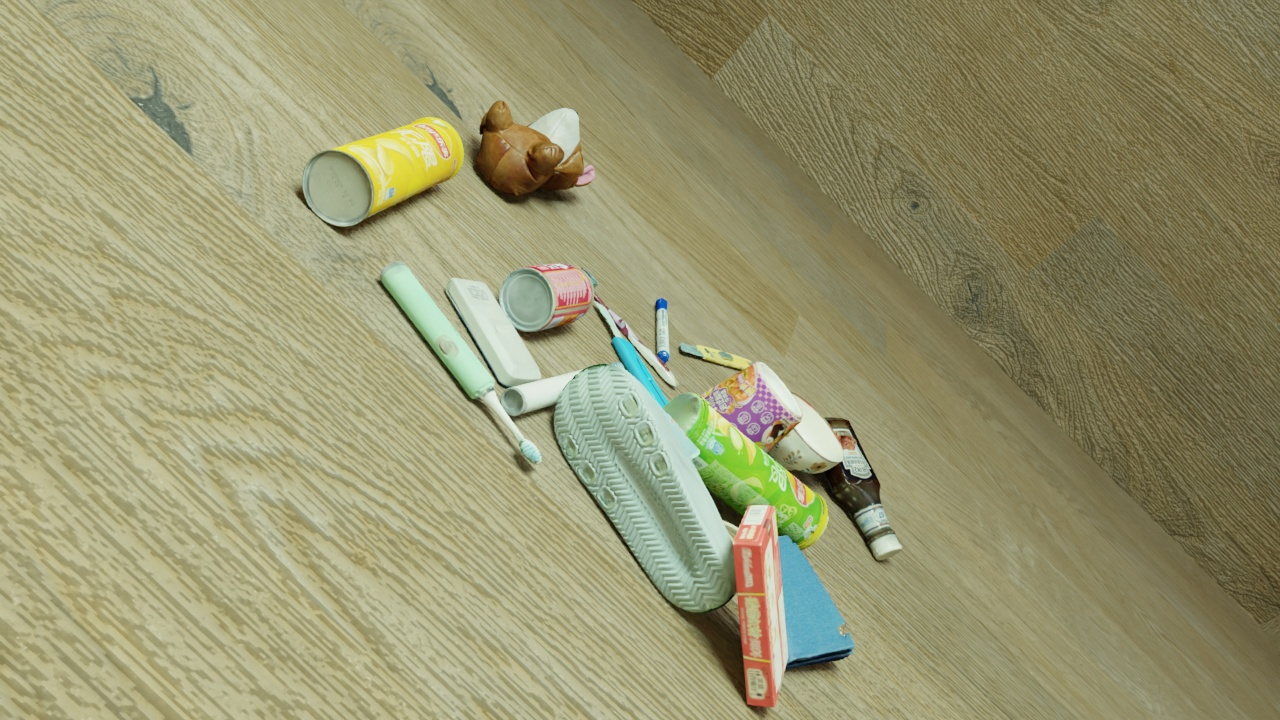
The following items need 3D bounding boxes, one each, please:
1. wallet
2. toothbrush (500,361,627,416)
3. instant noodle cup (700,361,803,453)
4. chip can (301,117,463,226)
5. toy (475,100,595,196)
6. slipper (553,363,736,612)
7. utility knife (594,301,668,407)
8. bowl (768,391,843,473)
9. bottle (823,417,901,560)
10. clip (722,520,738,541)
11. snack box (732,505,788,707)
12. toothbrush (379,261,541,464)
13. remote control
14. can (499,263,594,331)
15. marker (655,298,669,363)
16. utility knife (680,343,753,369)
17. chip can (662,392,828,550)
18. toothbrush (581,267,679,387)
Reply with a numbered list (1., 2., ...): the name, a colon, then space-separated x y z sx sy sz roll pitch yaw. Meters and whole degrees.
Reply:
1. wallet: 0.144 0.235 0.900 0.106 0.040 0.133 8 43 -42
2. toothbrush: -0.066 0.024 0.909 0.220 0.027 0.026 -15 81 -63
3. instant noodle cup: 0.123 0.062 1.046 0.111 0.099 0.111 46 18 -20
4. chip can: -0.247 -0.190 0.906 0.072 0.072 0.212 42 25 -7
5. toy: -0.130 -0.274 1.181 0.140 0.131 0.199 43 14 9
6. slipper: 0.014 0.106 0.819 0.074 0.104 0.245 -10 64 -55
7. utility knife: -0.006 0.006 1.048 0.034 0.018 0.206 13 38 -50
8. bowl: 0.198 0.101 1.170 0.113 0.062 0.113 34 27 -21
9. bottle: 0.284 0.166 1.207 0.079 0.044 0.194 7 51 -41
10. clip: 0.057 0.171 0.888 0.104 0.081 0.034 38 19 31
11. snack box: 0.103 0.207 0.779 0.075 0.025 0.153 -43 129 -66
12. toothbrush: -0.156 0.003 0.801 0.224 0.026 0.027 51 3 11
13. remote control: -0.139 -0.028 0.878 0.049 0.024 0.125 4 46 -57
14. can: -0.095 -0.067 0.958 0.066 0.067 0.093 50 25 10
15. marker: 0.028 -0.039 1.175 0.017 0.017 0.145 36 25 -20
16. utility knife: 0.109 -0.002 1.257 0.194 0.020 0.031 8 37 -47
17. chip can: 0.103 0.117 0.951 0.221 0.073 0.072 40 24 -29
18. toothbrush: -0.015 -0.040 1.106 0.187 0.017 0.016 48 25 9
